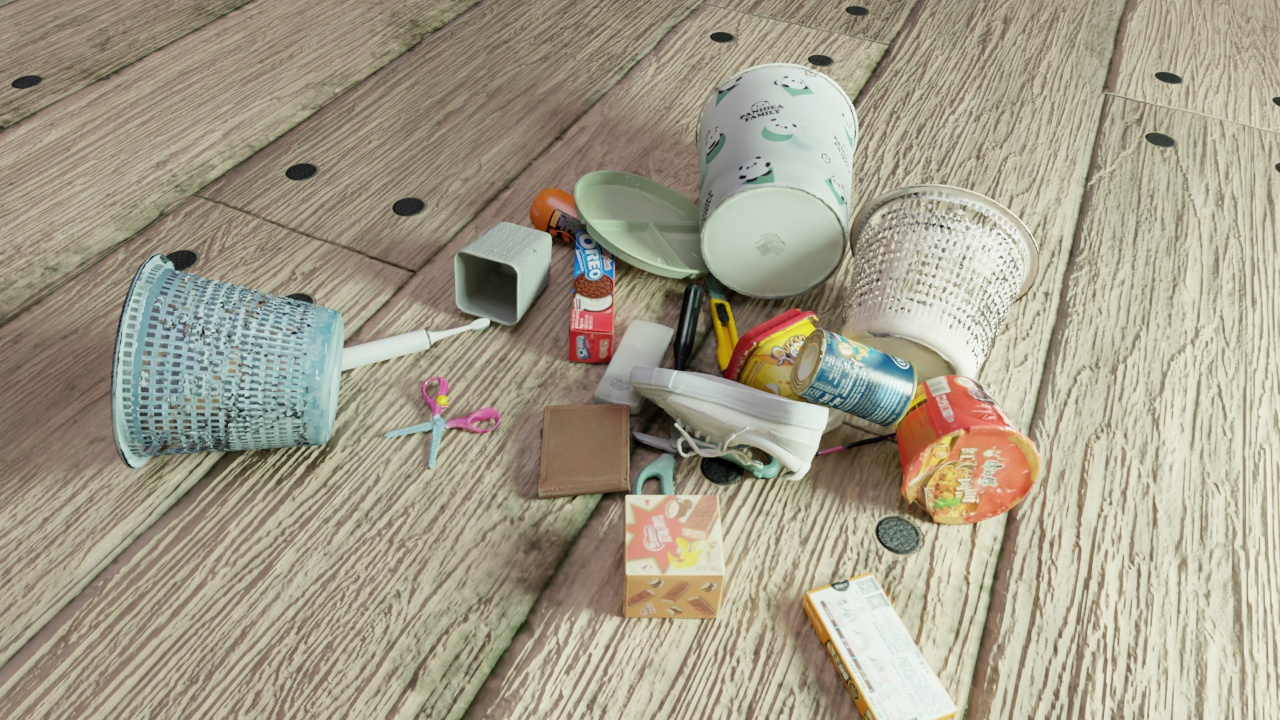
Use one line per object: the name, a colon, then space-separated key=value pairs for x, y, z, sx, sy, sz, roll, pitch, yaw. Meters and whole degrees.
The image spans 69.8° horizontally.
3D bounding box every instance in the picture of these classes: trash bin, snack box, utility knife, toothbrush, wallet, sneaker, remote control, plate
trash bin: x=0.333 y=-0.061 z=1.084 sx=0.227 sy=0.228 sz=0.191 roll=18 pitch=60 yaw=16
snack box: x=0.030 y=0.190 z=0.893 sx=0.094 sy=0.077 sz=0.092 roll=1 pitch=45 yaw=-1
utility knife: x=0.104 y=-0.055 z=1.190 sx=0.033 sy=0.015 sz=0.230 roll=-2 pitch=44 yaw=-7
toothbrush: x=0.052 y=-0.018 z=1.143 sx=0.027 sy=0.026 sz=0.212 roll=23 pitch=46 yaw=-8
wallet: x=-0.062 y=0.099 z=1.018 sx=0.101 sy=0.032 sz=0.124 roll=-2 pitch=44 yaw=0
sneaker: x=0.086 y=0.066 z=1.003 sx=0.242 sy=0.091 sz=0.089 roll=16 pitch=4 yaw=36
remote control: x=-0.007 y=0.007 z=1.118 sx=0.058 sy=0.021 sz=0.149 roll=15 pitch=46 yaw=12
plate: x=0.013 y=-0.186 z=1.262 sx=0.230 sy=0.028 sz=0.229 roll=19 pitch=35 yaw=-14
toothbrush: x=0.279 y=0.090 z=1.051 sx=0.189 sy=0.014 sz=0.017 roll=-13 pitch=76 yaw=-12
trash bin: x=-0.427 y=0.011 z=0.983 sx=0.195 sy=0.227 sz=0.226 roll=7 pitch=43 yaw=-14
snack box: x=0.218 y=0.273 z=0.852 sx=0.075 sy=0.026 sz=0.153 roll=-13 pitch=47 yaw=-16
trash bin: x=0.179 y=-0.232 z=1.225 sx=0.229 sy=0.230 sz=0.251 roll=6 pitch=46 yaw=3
toothbrush: x=-0.293 y=-0.020 z=1.131 sx=0.220 sy=0.026 sz=0.026 roll=-16 pitch=73 yaw=-17
snack box: x=-0.061 y=-0.087 z=1.186 sx=0.057 sy=0.058 sz=0.207 roll=3 pitch=44 yaw=-3

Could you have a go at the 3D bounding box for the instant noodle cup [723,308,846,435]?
instant noodle cup: x=0.176 y=0.025 z=1.051 sx=0.116 sy=0.116 sz=0.123 roll=-25 pitch=63 yaw=-27

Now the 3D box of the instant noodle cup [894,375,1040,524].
instant noodle cup: x=0.337 y=0.088 z=0.975 sx=0.138 sy=0.138 sz=0.108 roll=1 pitch=36 yaw=-1

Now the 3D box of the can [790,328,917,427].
can: x=0.222 y=0.018 z=0.965 sx=0.111 sy=0.075 sz=0.075 roll=20 pitch=44 yaw=-11

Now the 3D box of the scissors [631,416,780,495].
scissors: x=0.067 y=0.124 z=1.005 sx=0.170 sy=0.019 sz=0.174 roll=6 pitch=44 yaw=6

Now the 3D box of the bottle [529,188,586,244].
bottle: x=-0.081 y=-0.189 z=1.291 sx=0.149 sy=0.067 sz=0.066 roll=27 pitch=49 yaw=13

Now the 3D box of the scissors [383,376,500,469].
scissors: x=-0.224 y=0.070 z=1.052 sx=0.136 sy=0.017 sz=0.133 roll=1 pitch=49 yaw=-3

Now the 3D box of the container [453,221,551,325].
container: x=-0.173 y=-0.118 z=1.186 sx=0.090 sy=0.090 sz=0.114 roll=17 pitch=36 yaw=14
